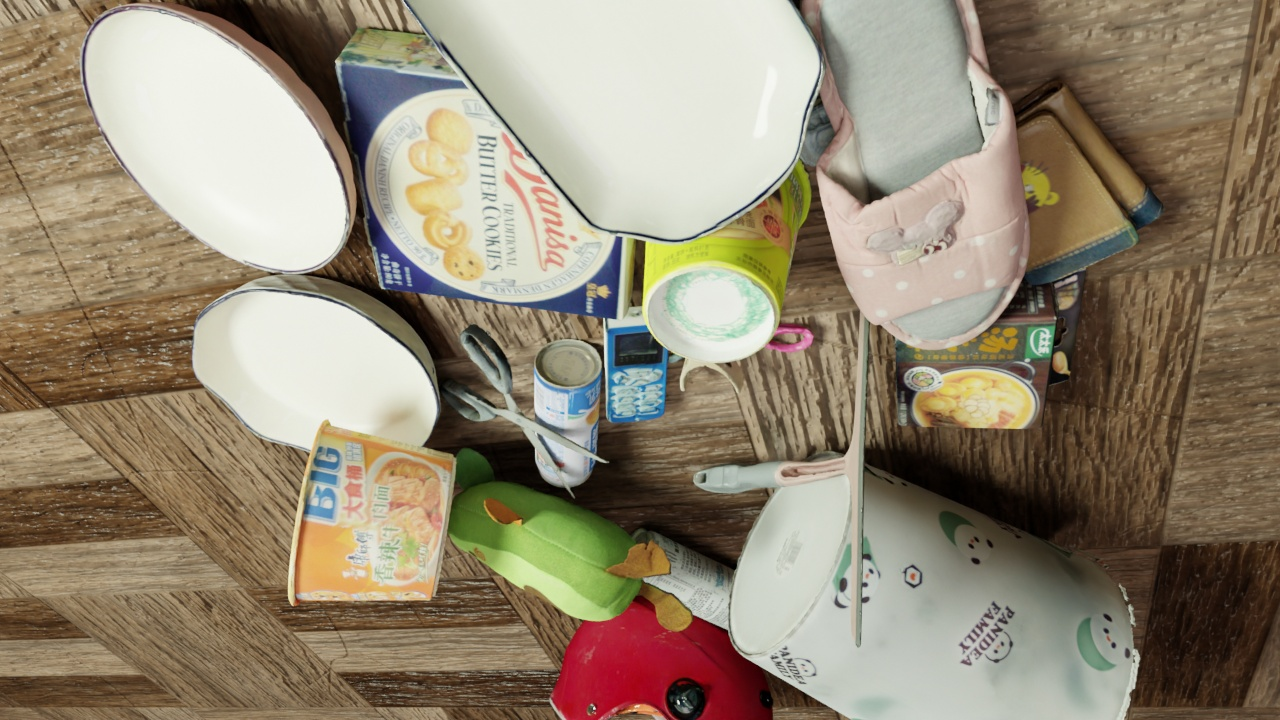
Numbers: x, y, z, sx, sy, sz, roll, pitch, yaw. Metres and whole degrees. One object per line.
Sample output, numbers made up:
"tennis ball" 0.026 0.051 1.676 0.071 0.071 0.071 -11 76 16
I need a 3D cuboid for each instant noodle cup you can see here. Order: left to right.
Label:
"instant noodle cup" -0.215 0.130 0.753 0.111 0.151 0.152 9 137 -12
"instant noodle cup" 0.049 -0.067 0.571 0.112 0.123 0.112 5 137 5

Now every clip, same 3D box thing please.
"clip" 0.044 -0.012 0.682 0.070 0.034 0.100 0 143 20

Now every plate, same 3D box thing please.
"plate" -0.263 -0.142 0.593 0.192 0.038 0.193 16 138 14
"plate" -0.263 0.007 0.764 0.205 0.045 0.205 5 135 5
"plate" -0.021 -0.186 0.477 0.162 0.034 0.266 -34 107 21

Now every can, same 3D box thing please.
"can" -0.061 0.047 0.761 0.053 0.053 0.135 8 137 2
"can" 0.052 0.222 0.919 0.146 0.058 0.058 28 134 -18

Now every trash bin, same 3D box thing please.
"trash bin" 0.226 0.212 0.770 0.252 0.228 0.230 27 134 -9

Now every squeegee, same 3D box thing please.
"squeegee" 0.114 0.088 0.728 0.040 0.247 0.250 10 166 -23

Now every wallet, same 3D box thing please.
"wallet" 0.250 -0.105 0.563 0.115 0.033 0.090 40 130 -23

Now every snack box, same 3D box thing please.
"snack box" -0.092 -0.116 0.604 0.182 0.045 0.178 8 137 3
"snack box" 0.247 -0.006 0.657 0.126 0.053 0.113 0 136 18

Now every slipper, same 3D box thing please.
"slipper" 0.158 -0.105 0.516 0.114 0.054 0.274 -15 128 14

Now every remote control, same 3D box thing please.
"remote control" -0.004 0.004 0.717 0.049 0.024 0.125 -6 142 -6

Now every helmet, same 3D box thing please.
"helmet" 0.030 0.324 0.962 0.240 0.143 0.207 7 159 4

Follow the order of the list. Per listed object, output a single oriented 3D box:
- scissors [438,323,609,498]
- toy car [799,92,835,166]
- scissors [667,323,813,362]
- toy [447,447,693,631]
"scissors" -0.098 0.042 0.739 0.178 0.014 0.160 22 140 26
"toy car" 0.131 -0.145 0.541 0.091 0.034 0.043 -18 127 25
"scissors" 0.062 -0.033 0.685 0.133 0.017 0.118 2 139 13
"toy" -0.072 0.166 0.803 0.247 0.089 0.227 17 156 28
